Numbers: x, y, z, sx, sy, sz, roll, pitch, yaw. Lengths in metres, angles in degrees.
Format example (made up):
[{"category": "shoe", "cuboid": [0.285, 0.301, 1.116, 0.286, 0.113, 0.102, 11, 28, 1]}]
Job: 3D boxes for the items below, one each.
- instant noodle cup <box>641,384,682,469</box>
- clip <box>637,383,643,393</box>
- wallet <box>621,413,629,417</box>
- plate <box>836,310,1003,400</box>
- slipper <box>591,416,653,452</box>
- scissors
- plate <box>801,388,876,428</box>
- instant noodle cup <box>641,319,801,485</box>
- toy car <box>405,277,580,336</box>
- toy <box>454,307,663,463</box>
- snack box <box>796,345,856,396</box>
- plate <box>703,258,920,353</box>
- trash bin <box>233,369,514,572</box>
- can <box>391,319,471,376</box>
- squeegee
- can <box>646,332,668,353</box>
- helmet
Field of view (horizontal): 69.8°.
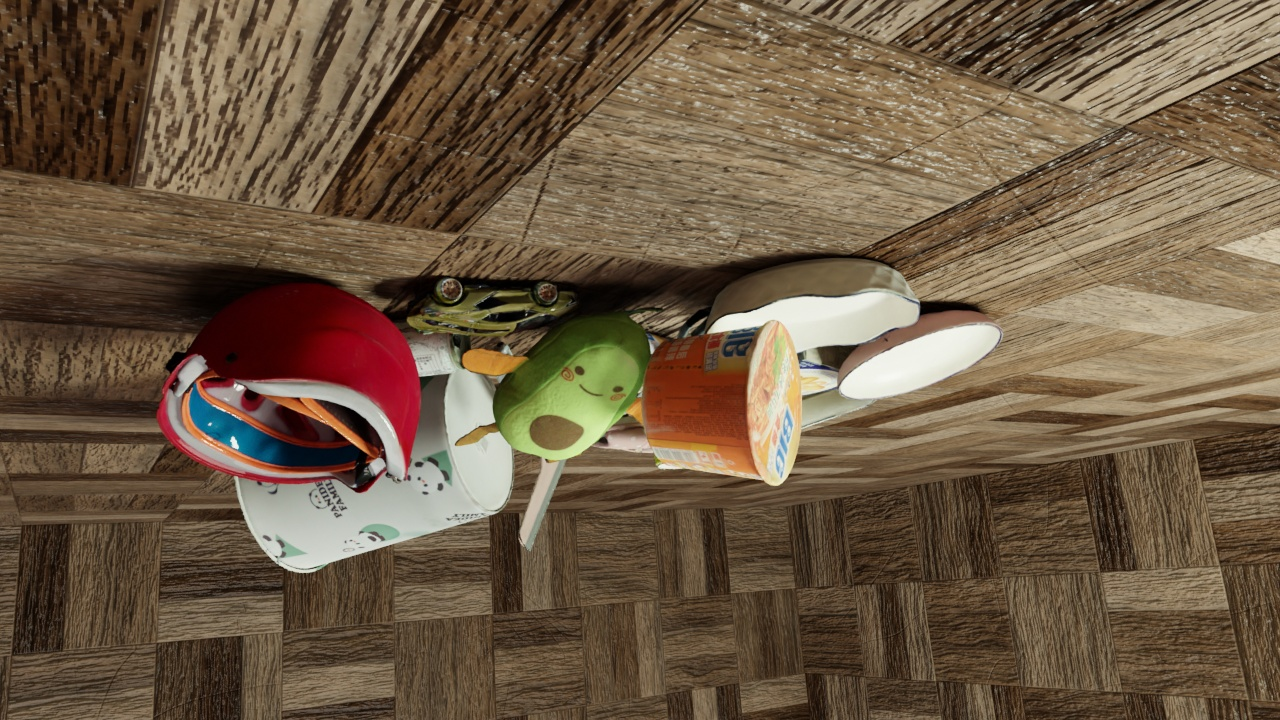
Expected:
[{"category": "instant noodle cup", "cuboid": [0.055, 0.080, 1.226, 0.111, 0.123, 0.112, -4, 166, -1]}, {"category": "clip", "cuboid": [-0.019, 0.028, 1.142, 0.099, 0.034, 0.070, 12, 153, -31]}, {"category": "wallet", "cuboid": [-0.074, 0.079, 1.385, 0.115, 0.033, 0.090, -7, 166, -3]}, {"category": "plate", "cuboid": [0.315, -0.011, 1.057, 0.192, 0.039, 0.193, -13, 158, -6]}, {"category": "slipper", "cuboid": [0.017, 0.108, 1.345, 0.273, 0.054, 0.114, -1, 174, -28]}, {"category": "scissors", "cuboid": [0.036, 0.005, 0.991, 0.159, 0.014, 0.179, 6, 137, -43]}, {"category": "plate", "cuboid": [0.207, 0.073, 1.293, 0.265, 0.034, 0.162, -18, -179, -9]}, {"category": "instant noodle cup", "cuboid": [0.075, 0.039, 0.853, 0.112, 0.151, 0.151, -2, 169, 27]}, {"category": "toy car", "cuboid": [-0.132, -0.046, 0.833, 0.158, 0.042, 0.070, -3, 167, -18]}, {"category": "toy", "cuboid": [-0.072, 0.035, 0.905, 0.226, 0.089, 0.247, 18, 132, -28]}, {"category": "snack box", "cuboid": [0.169, 0.012, 1.149, 0.183, 0.045, 0.177, -15, 162, 37]}, {"category": "plate", "cuboid": [0.164, -0.050, 0.893, 0.205, 0.045, 0.205, -4, 167, -1]}, {"category": "trash bin", "cuboid": [-0.302, 0.114, 1.088, 0.252, 0.229, 0.229, -14, 165, 13]}, {"category": "can", "cuboid": [-0.245, -0.010, 0.904, 0.147, 0.058, 0.058, -6, 166, 8]}, {"category": "squeegee", "cuboid": [-0.140, 0.060, 1.108, 0.040, 0.247, 0.250, 8, 144, 19]}, {"category": "can", "cuboid": [-0.005, -0.006, 1.003, 0.053, 0.053, 0.134, -14, 163, 35]}, {"category": "helmet", "cuboid": [-0.298, 0.018, 0.808, 0.241, 0.143, 0.207, -15, 140, 38]}]
